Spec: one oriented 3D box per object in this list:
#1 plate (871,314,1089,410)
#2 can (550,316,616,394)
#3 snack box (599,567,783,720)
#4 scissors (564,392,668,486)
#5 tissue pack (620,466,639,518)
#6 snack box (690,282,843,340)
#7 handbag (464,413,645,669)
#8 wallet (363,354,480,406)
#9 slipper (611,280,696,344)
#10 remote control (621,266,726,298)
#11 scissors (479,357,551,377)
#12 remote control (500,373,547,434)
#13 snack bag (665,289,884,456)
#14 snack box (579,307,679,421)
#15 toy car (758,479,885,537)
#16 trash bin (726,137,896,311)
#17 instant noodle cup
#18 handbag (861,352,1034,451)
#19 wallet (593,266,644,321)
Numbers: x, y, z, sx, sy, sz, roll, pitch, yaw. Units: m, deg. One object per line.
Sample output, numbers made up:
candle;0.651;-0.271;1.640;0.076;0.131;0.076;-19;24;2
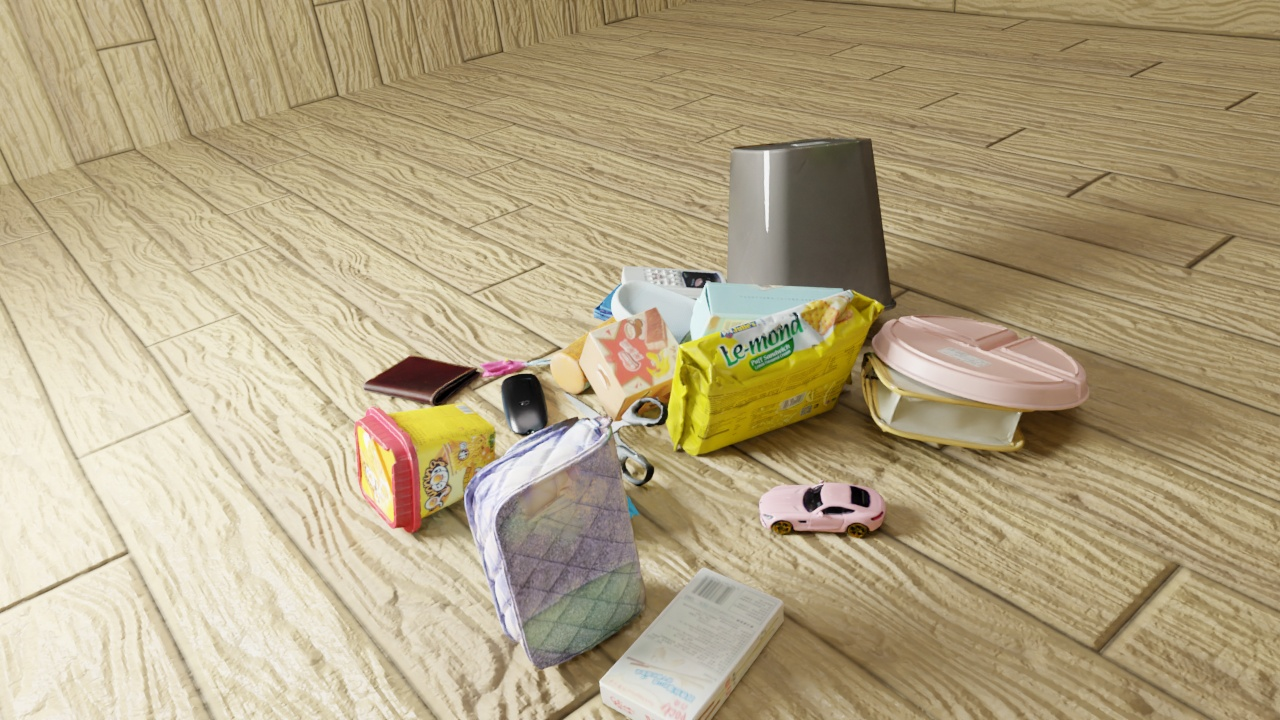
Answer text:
plate;0.370;-0.005;1.002;0.229;0.028;0.229;7;22;-3
can;-0.048;-0.014;1.185;0.058;0.058;0.145;18;39;35
snack box;0.046;0.242;0.766;0.085;0.027;0.156;16;38;33
scissors;-0.032;0.077;1.020;0.014;0.160;0.173;13;45;-45
tissue pack;-0.079;0.141;0.925;0.140;0.063;0.090;-11;29;-9
snack box;0.150;-0.047;1.072;0.174;0.074;0.051;2;58;-11
handbag;-0.067;0.153;0.775;0.134;0.194;0.075;-25;33;-28
wallet;-0.288;0.024;1.210;0.122;0.020;0.096;10;30;29
slipper;0.073;-0.044;1.147;0.245;0.074;0.103;29;49;20
remote control;0.049;-0.112;1.308;0.150;0.021;0.058;2;36;-8
scissors;-0.148;0.006;1.196;0.136;0.017;0.105;-4;11;6
remote control;-0.145;0.046;1.136;0.053;0.024;0.136;-11;30;-9
snack bag;0.143;0.020;1.006;0.246;0.158;0.068;-18;57;-17
snack box;-0.006;0.006;1.086;0.094;0.077;0.092;-22;70;-23
toy car;0.177;0.143;0.899;0.122;0.037;0.056;-1;30;12
trash bin;0.214;-0.174;1.202;0.198;0.220;0.199;-8;15;-12
instant noodle cup;-0.226;0.105;0.982;0.123;0.116;0.116;-15;30;-36
handbag;0.325;0.030;1.008;0.163;0.063;0.178;9;25;-3
wallet;0.007;-0.084;1.312;0.106;0.040;0.132;18;36;22
